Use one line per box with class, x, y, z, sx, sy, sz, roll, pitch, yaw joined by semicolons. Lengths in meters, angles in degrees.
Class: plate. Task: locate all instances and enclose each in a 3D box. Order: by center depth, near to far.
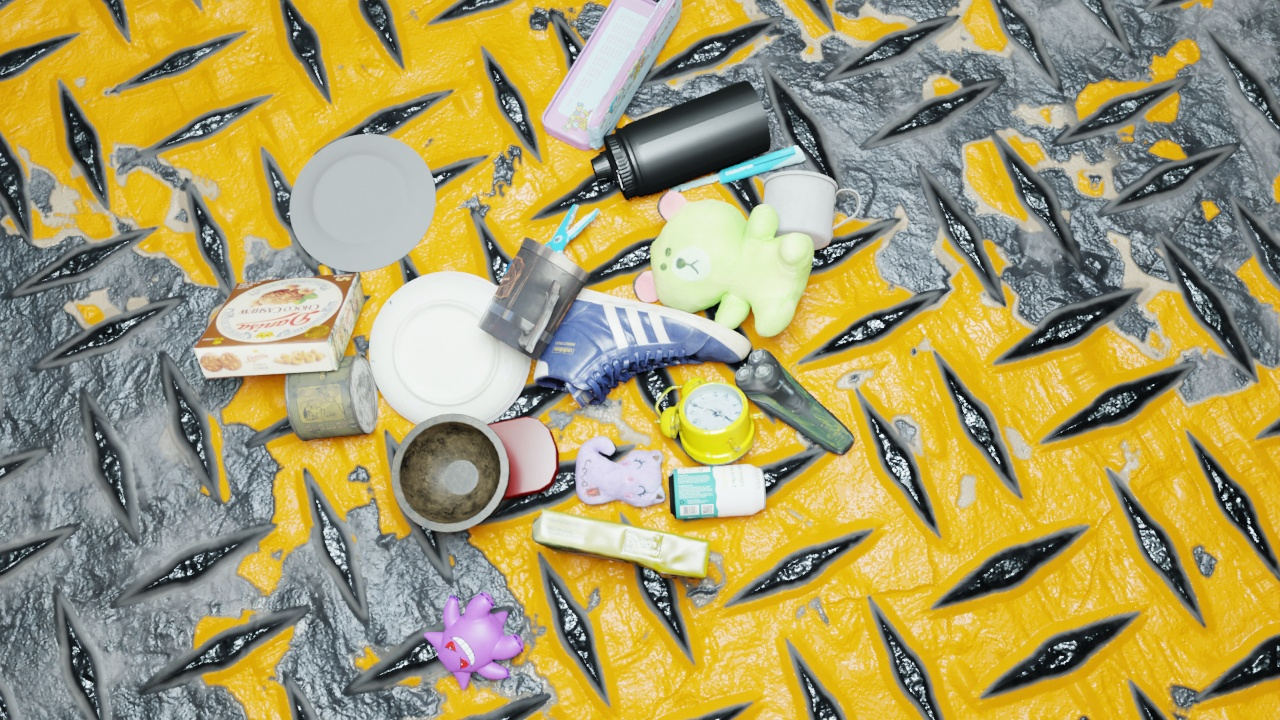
plate;-0.214;-0.009;1.022;0.182;0.034;0.182;0;93;-2
plate;-0.337;-0.193;1.107;0.178;0.012;0.178;-1;77;2

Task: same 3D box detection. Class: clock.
clock;0.071;0.063;1.001;0.119;0.057;0.083;22;57;29

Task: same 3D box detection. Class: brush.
brush;-0.176;0.117;1.013;0.173;0.042;0.082;-12;77;0

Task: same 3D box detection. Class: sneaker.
sneaker;-0.007;0.005;1.007;0.233;0.091;0.118;17;74;7

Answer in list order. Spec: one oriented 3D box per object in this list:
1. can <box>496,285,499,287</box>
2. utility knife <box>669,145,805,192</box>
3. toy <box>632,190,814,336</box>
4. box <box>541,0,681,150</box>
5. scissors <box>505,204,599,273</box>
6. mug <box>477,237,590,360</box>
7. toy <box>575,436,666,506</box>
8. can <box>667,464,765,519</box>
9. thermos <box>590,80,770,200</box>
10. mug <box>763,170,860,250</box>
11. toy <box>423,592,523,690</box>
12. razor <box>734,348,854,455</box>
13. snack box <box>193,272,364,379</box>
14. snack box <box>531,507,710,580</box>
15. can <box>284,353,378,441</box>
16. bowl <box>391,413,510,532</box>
can;-0.198;-0.060;1.057;0.079;0.038;0.038;-13;77;-1
utility knife;0.114;-0.222;1.096;0.167;0.015;0.022;-18;78;1
toy;0.098;-0.107;1.014;0.197;0.107;0.150;29;115;35
box;-0.037;-0.361;1.093;0.090;0.091;0.214;28;79;8
scissors;-0.106;-0.135;1.072;0.118;0.013;0.139;-3;53;33
mug;-0.108;-0.061;0.957;0.080;0.116;0.107;31;89;-23
toy;-0.023;0.122;1.009;0.100;0.036;0.080;-3;78;3
can;0.082;0.141;0.990;0.101;0.055;0.055;-4;77;1
thermos;0.042;-0.250;1.067;0.198;0.086;0.086;-21;77;-3
mug;0.193;-0.167;1.045;0.113;0.084;0.070;7;79;-2
toy;-0.176;0.295;0.966;0.088;0.056;0.106;-36;88;-2
razor;0.172;0.050;1.005;0.151;0.067;0.054;39;86;2
snack box;-0.394;-0.040;1.016;0.143;0.041;0.146;-4;35;1
snack box;-0.018;0.193;0.949;0.181;0.121;0.045;10;77;5
can;-0.340;0.041;1.012;0.074;0.090;0.089;-6;77;1
bowl;-0.193;0.120;0.961;0.121;0.056;0.121;-1;77;2
